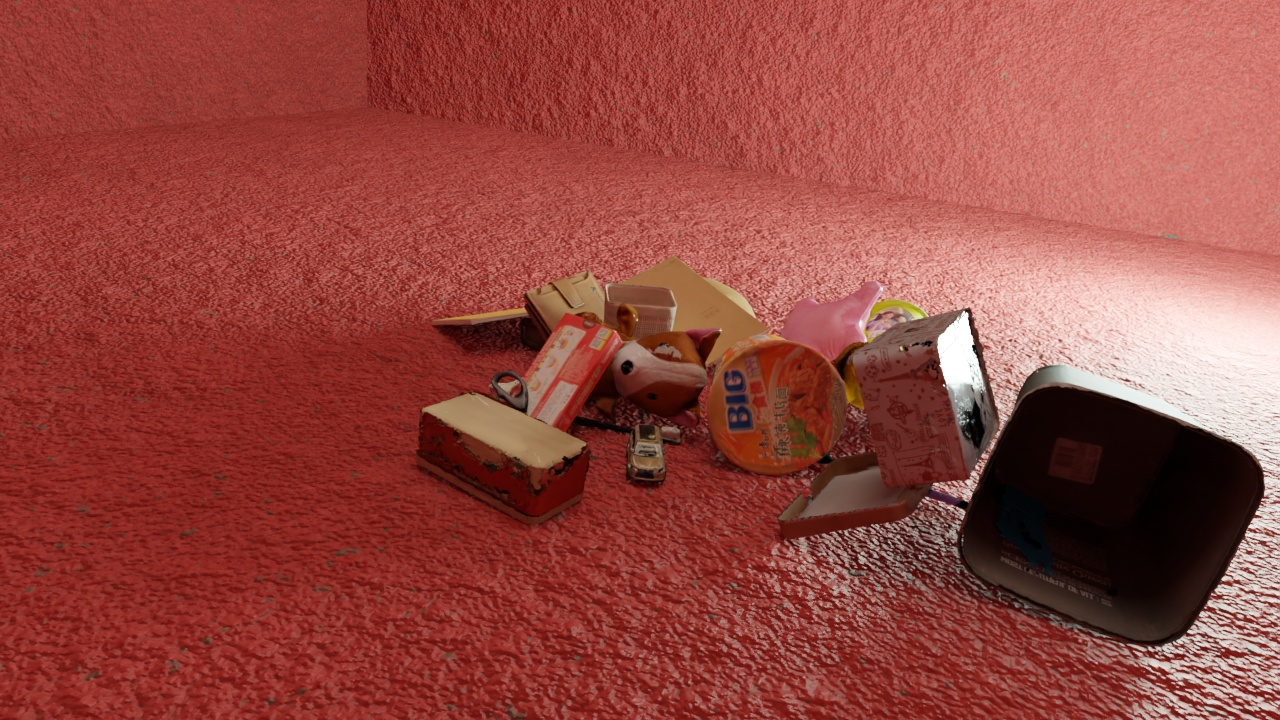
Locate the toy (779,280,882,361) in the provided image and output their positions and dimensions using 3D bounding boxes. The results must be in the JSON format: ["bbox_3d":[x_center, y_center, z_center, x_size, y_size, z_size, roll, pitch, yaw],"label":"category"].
[{"bbox_3d":[0.236,-0.022,1.246,0.074,0.178,0.195,38,-29,-27],"label":"toy"}]

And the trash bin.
[{"bbox_3d":[0.419,0.112,0.856,0.199,0.199,0.219,22,17,16],"label":"trash bin"}]

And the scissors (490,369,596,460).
[{"bbox_3d":[-0.121,0.070,0.980,0.163,0.014,0.165,-12,57,16],"label":"scissors"}]

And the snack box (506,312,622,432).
[{"bbox_3d":[-0.090,0.022,1.022,0.075,0.025,0.152,20,70,33],"label":"snack box"}]

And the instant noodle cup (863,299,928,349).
[{"bbox_3d":[0.343,-0.012,1.277,0.112,0.112,0.123,15,30,21],"label":"instant noodle cup"}]

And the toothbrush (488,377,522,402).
[{"bbox_3d":[-0.123,0.018,1.173,0.029,0.020,0.189,47,34,14],"label":"toothbrush"}]

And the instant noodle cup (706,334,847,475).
[{"bbox_3d":[0.145,0.040,1.030,0.151,0.151,0.111,6,13,-2],"label":"instant noodle cup"}]

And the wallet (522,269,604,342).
[{"bbox_3d":[-0.089,-0.064,1.254,0.131,0.031,0.108,-24,79,-47],"label":"wallet"}]

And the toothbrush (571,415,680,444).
[{"bbox_3d":[-0.042,0.073,1.059,0.181,0.018,0.015,9,24,11],"label":"toothbrush"}]

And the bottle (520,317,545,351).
[{"bbox_3d":[-0.081,-0.051,1.330,0.080,0.044,0.194,16,21,40],"label":"bottle"}]

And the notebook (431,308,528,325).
[{"bbox_3d":[-0.178,-0.068,1.319,0.205,0.010,0.146,-11,7,-33],"label":"notebook"}]

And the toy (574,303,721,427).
[{"bbox_3d":[-0.006,0.006,1.083,0.200,0.140,0.130,13,3,27],"label":"toy"}]

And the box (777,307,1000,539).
[{"bbox_3d":[0.229,0.052,0.881,0.206,0.158,0.180,-18,5,34],"label":"box"}]

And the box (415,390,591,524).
[{"bbox_3d":[-0.137,0.084,0.904,0.168,0.077,0.091,21,25,30],"label":"box"}]

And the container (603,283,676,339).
[{"bbox_3d":[-0.006,-0.034,1.211,0.090,0.111,0.089,4,21,-7],"label":"container"}]

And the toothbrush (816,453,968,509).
[{"bbox_3d":[0.267,0.128,1.007,0.189,0.014,0.016,17,11,26],"label":"toothbrush"}]

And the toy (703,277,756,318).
[{"bbox_3d":[0.110,-0.065,1.383,0.143,0.083,0.226,-26,39,-31],"label":"toy"}]

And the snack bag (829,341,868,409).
[{"bbox_3d":[0.287,0.042,1.085,0.129,0.073,0.207,17,-7,26],"label":"snack bag"}]

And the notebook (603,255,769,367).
[{"bbox_3d":[0.058,-0.069,1.321,0.149,0.012,0.211,-30,52,-25],"label":"notebook"}]

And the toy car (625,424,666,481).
[{"bbox_3d":[0.006,0.099,0.976,0.042,0.035,0.090,4,23,-3],"label":"toy car"}]
